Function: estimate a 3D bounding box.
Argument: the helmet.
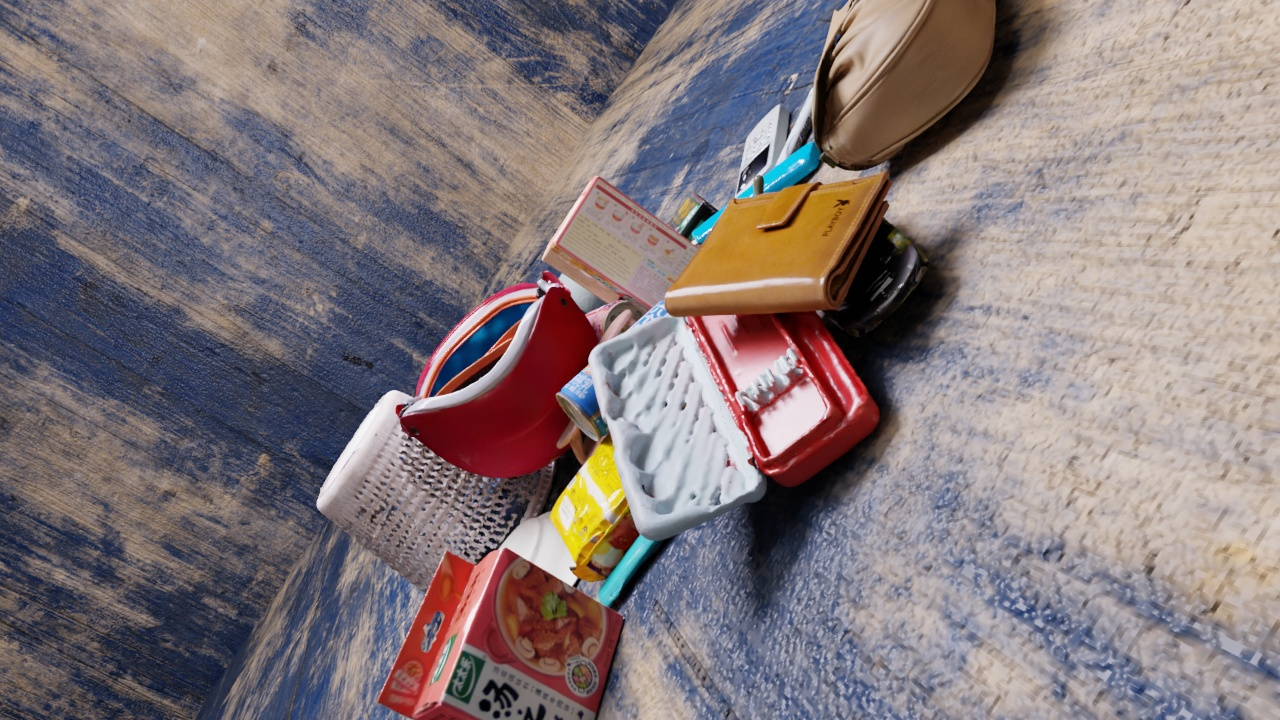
[{"bbox_3d":[-0.124,0.025,0.908,0.207,0.144,0.240,-42,18,-2],"label":"helmet"}]

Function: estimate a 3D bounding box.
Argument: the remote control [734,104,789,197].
[{"bbox_3d":[0.128,-0.217,0.967,0.058,0.021,0.149,-44,19,37],"label":"remote control"}]

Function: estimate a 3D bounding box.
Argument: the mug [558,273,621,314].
[{"bbox_3d":[-0.067,-0.082,1.188,0.124,0.084,0.103,100,-164,-64],"label":"mug"}]

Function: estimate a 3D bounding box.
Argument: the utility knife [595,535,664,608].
[{"bbox_3d":[0.018,0.115,0.653,0.178,0.013,0.029,-54,19,12],"label":"utility knife"}]

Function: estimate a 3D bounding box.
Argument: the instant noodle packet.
[{"bbox_3d":[-0.022,0.108,0.729,0.111,0.044,0.128,-49,20,1],"label":"instant noodle packet"}]

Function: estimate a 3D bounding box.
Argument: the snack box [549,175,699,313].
[{"bbox_3d":[0.001,-0.094,0.852,0.077,0.155,0.027,-60,15,-12],"label":"snack box"}]

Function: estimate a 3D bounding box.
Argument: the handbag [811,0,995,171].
[{"bbox_3d":[0.190,-0.240,0.692,0.148,0.100,0.203,-47,15,40],"label":"handbag"}]

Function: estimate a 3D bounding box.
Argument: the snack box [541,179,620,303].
[{"bbox_3d":[-0.041,-0.130,0.997,0.094,0.093,0.077,-55,10,14],"label":"snack box"}]

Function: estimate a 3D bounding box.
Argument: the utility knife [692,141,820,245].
[{"bbox_3d":[0.083,-0.136,0.874,0.209,0.018,0.034,-34,29,25],"label":"utility knife"}]

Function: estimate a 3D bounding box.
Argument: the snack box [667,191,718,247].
[{"bbox_3d":[0.047,-0.113,0.961,0.113,0.053,0.125,-53,11,10],"label":"snack box"}]

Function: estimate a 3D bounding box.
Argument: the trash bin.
[{"bbox_3d":[-0.230,0.142,1.002,0.228,0.192,0.227,-50,17,21],"label":"trash bin"}]

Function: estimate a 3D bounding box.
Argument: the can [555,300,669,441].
[{"bbox_3d":[-0.005,0.004,0.770,0.134,0.053,0.053,-42,12,-15],"label":"can"}]

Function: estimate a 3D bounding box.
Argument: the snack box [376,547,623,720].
[{"bbox_3d":[-0.085,0.192,0.596,0.044,0.127,0.113,-40,23,44],"label":"snack box"}]

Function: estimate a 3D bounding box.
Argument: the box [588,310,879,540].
[{"bbox_3d":[0.049,0.015,0.585,0.161,0.050,0.200,-32,34,8],"label":"box"}]

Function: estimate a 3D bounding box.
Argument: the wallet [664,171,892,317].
[{"bbox_3d":[0.091,-0.075,0.591,0.131,0.035,0.118,-1,52,48],"label":"wallet"}]

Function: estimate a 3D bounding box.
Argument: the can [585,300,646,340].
[{"bbox_3d":[-0.026,-0.026,0.959,0.066,0.066,0.094,-61,16,-16],"label":"can"}]

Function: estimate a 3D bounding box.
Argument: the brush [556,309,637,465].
[{"bbox_3d":[-0.019,0.029,0.823,0.145,0.073,0.063,-63,18,-16],"label":"brush"}]

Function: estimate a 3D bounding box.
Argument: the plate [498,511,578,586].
[{"bbox_3d":[-0.110,0.198,0.826,0.164,0.034,0.163,-52,16,11],"label":"plate"}]

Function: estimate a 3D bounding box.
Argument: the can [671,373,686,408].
[{"bbox_3d":[0.062,-0.025,0.715,0.058,0.058,0.145,-42,21,39],"label":"can"}]

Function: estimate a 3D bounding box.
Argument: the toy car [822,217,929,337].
[{"bbox_3d":[0.139,-0.061,0.592,0.070,0.042,0.158,-47,20,16],"label":"toy car"}]

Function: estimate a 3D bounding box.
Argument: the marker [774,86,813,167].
[{"bbox_3d":[0.154,-0.220,0.906,0.017,0.017,0.145,-26,34,60],"label":"marker"}]
